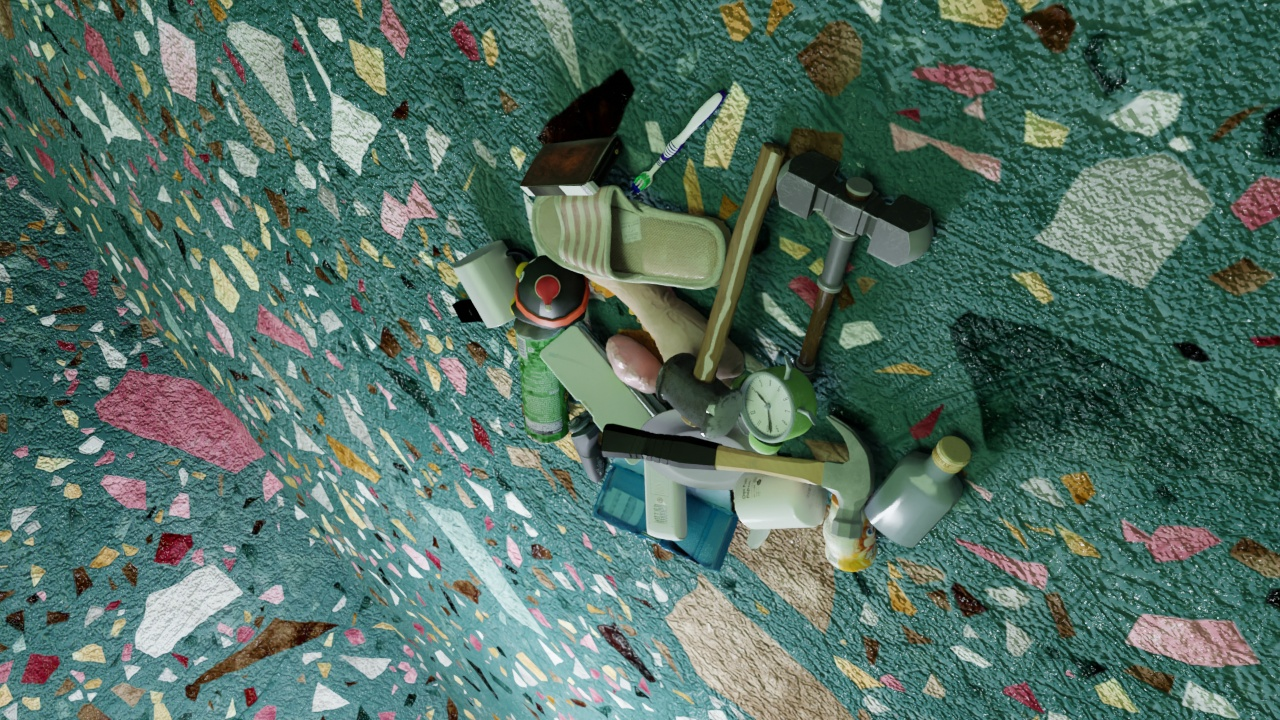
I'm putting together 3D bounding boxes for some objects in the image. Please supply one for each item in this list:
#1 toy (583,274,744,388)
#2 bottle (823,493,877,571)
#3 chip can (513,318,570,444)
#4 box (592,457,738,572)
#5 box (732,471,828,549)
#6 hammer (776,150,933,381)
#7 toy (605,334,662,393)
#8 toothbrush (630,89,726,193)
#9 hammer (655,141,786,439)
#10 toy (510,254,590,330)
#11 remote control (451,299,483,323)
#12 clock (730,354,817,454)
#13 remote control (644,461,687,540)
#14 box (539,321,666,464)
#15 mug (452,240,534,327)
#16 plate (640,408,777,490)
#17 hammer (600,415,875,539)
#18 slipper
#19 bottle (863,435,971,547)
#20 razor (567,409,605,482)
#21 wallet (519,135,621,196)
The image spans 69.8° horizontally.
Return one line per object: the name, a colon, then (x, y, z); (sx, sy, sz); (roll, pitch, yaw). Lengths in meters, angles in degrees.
toy: (0.012, -0.040, 1.122); (0.264, 0.065, 0.197); (37, 139, 19)
bottle: (0.248, 0.198, 1.089); (0.063, 0.063, 0.109); (19, 136, 37)
chip can: (-0.143, 0.023, 1.344); (0.075, 0.075, 0.224); (29, 140, 26)
box: (0.037, 0.190, 1.329); (0.232, 0.066, 0.173); (19, 108, 38)
box: (0.167, 0.185, 1.149); (0.160, 0.084, 0.118); (-13, 140, 44)
hammer: (0.186, -0.052, 0.942); (0.156, 0.042, 0.323); (33, 145, 22)
toy: (-0.007, 0.007, 1.180); (0.102, 0.093, 0.050); (43, 103, 2)
toothbrush: (0.036, -0.224, 0.958); (0.015, 0.016, 0.187); (50, 146, -2)
hammer: (0.091, -0.068, 0.957); (0.098, 0.052, 0.329); (39, 128, 36)
toy: (-0.114, -0.092, 1.169); (0.100, 0.097, 0.119); (31, 165, 9)
remote control: (-0.237, -0.078, 1.401); (0.150, 0.013, 0.034); (-2, 122, 47)
clock: (0.145, 0.051, 1.005); (0.120, 0.042, 0.094); (-32, 74, 48)
remote control: (0.034, 0.181, 1.275); (0.060, 0.025, 0.138); (2, 96, 39)
box: (-0.039, 0.037, 1.249); (0.199, 0.086, 0.096); (51, -174, -2)
mug: (-0.189, -0.112, 1.272); (0.112, 0.078, 0.097); (-19, 111, 24)
plate: (0.083, 0.119, 1.164); (0.178, 0.012, 0.179); (8, 140, 6)
hammer: (0.107, 0.115, 1.075); (0.329, 0.039, 0.131); (7, 90, 24)
slipper: (-0.021, -0.140, 1.035); (0.263, 0.052, 0.115); (16, 112, 28)
bottle: (0.303, 0.137, 0.985); (0.072, 0.046, 0.162); (38, 144, 16)
razor: (-0.078, 0.136, 1.409); (0.052, 0.047, 0.143); (22, 141, 36)
wallet: (-0.081, -0.221, 1.045); (0.123, 0.072, 0.019); (9, 153, 45)
